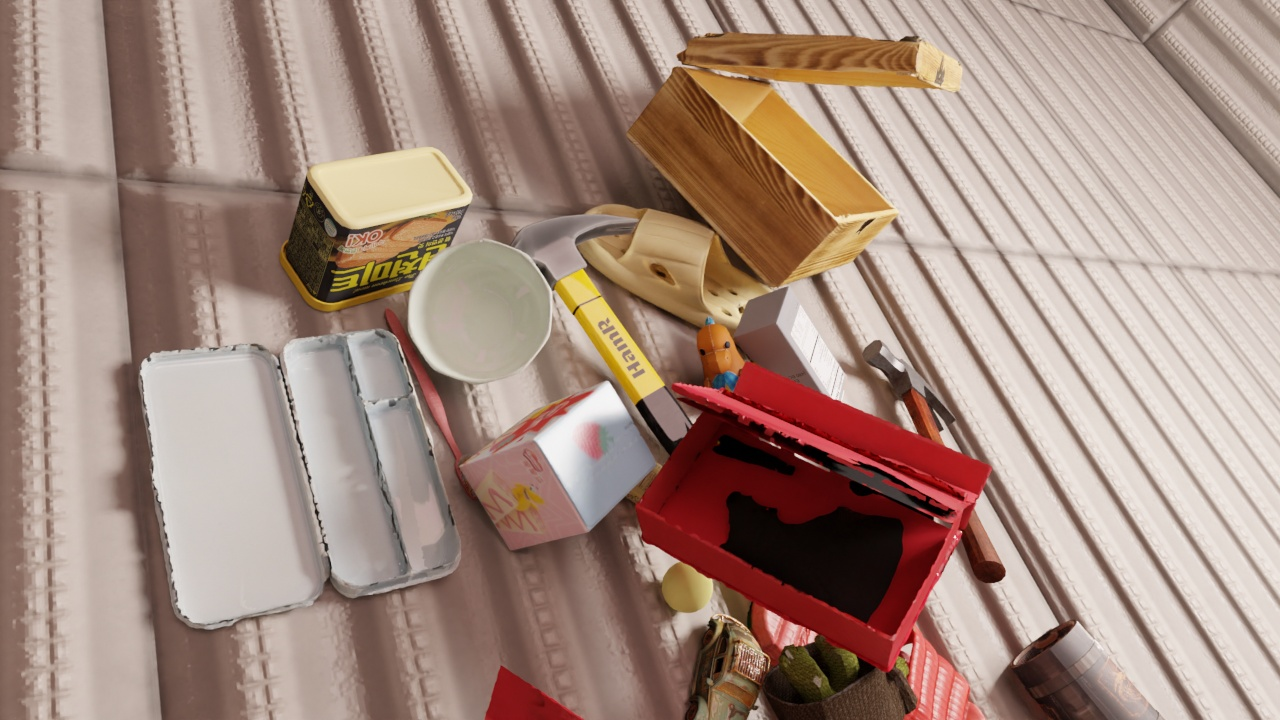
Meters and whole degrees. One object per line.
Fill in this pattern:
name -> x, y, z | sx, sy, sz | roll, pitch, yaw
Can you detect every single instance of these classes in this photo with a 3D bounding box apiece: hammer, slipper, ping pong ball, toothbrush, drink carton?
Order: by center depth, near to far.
ping pong ball -> 0.037, 0.177, 0.717 | 0.040, 0.040, 0.040 | 18, 47, -20
toothbrush -> -0.165, 0.029, 0.728 | 0.015, 0.016, 0.184 | -13, 62, -39
slipper -> 0.203, 0.258, 0.745 | 0.249, 0.059, 0.103 | 36, 44, 0
hammer -> -0.005, 0.005, 0.821 | 0.169, 0.034, 0.324 | -30, 78, -27
drink carton -> 0.149, -0.002, 0.896 | 0.125, 0.049, 0.076 | 53, 39, -24
hammer -> 0.294, 0.097, 0.901 | 0.111, 0.028, 0.300 | 37, 26, -23
slipper -> 0.062, -0.097, 0.936 | 0.261, 0.079, 0.111 | 30, 41, -9

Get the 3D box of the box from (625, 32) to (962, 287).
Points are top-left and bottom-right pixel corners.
box -> 0.178, -0.271, 0.981 | 0.269, 0.265, 0.278 | 46, 29, 12

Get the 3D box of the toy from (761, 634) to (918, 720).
toy -> 0.146, 0.269, 0.658 | 0.179, 0.078, 0.153 | -21, 98, -23

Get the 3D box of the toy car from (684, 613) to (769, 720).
toy car -> 0.069, 0.236, 0.683 | 0.047, 0.047, 0.111 | 32, 44, -12

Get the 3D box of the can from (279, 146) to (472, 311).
can -> -0.214, -0.110, 0.748 | 0.130, 0.101, 0.072 | -23, 70, -43

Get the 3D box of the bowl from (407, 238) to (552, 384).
bowl -> -0.128, -0.037, 0.758 | 0.117, 0.061, 0.117 | 0, 84, 0

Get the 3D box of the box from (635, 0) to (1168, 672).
box -> 0.190, -0.027, 0.692 | 0.215, 0.138, 0.466 | 25, 77, 26

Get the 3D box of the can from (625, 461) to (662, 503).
can -> -0.002, 0.097, 0.760 | 0.079, 0.038, 0.038 | 34, 44, -4

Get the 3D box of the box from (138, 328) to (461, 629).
box -> -0.236, 0.073, 0.640 | 0.189, 0.038, 0.209 | -11, 61, -29

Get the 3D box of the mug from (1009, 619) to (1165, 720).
mug -> 0.405, 0.300, 0.838 | 0.107, 0.080, 0.115 | 53, 17, 17

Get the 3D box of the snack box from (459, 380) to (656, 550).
snack box -> -0.061, 0.078, 0.682 | 0.092, 0.095, 0.079 | -38, 102, -46

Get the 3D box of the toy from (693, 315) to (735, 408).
toy -> 0.076, -0.006, 0.867 | 0.102, 0.071, 0.090 | -92, 162, -53

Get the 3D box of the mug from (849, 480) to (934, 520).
mug -> 0.234, 0.132, 0.864 | 0.119, 0.085, 0.100 | 59, 22, -22
